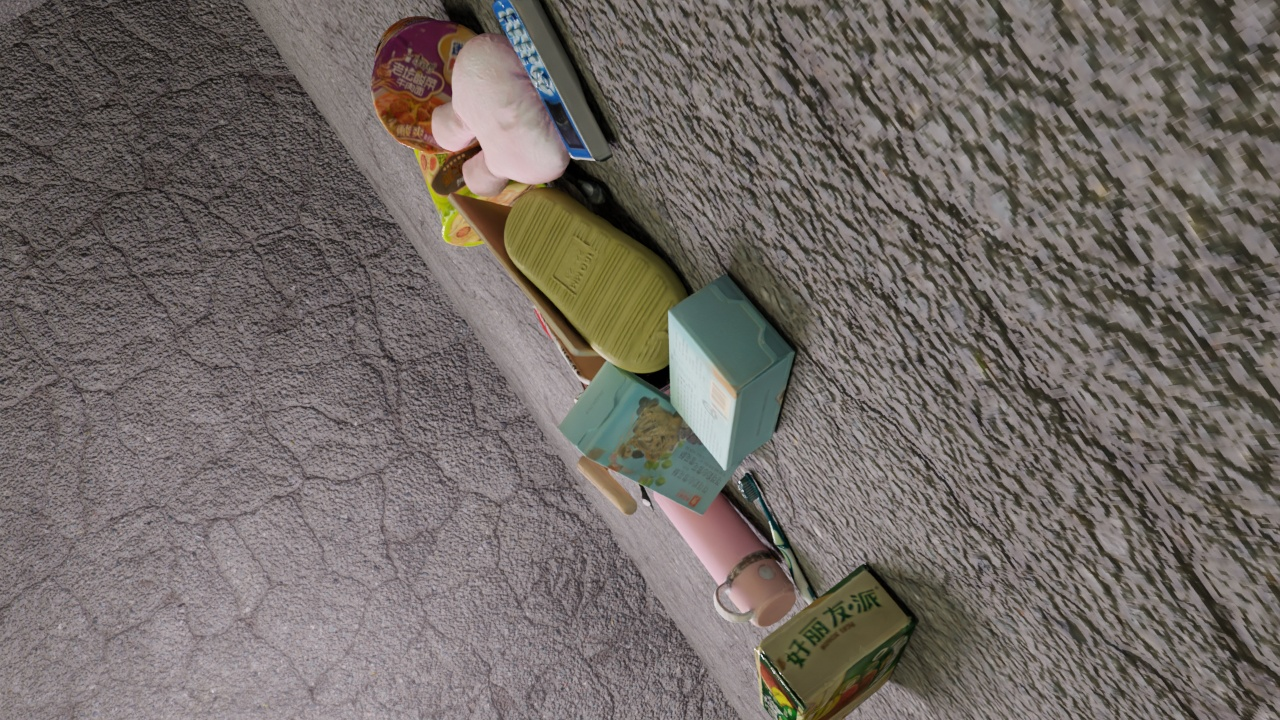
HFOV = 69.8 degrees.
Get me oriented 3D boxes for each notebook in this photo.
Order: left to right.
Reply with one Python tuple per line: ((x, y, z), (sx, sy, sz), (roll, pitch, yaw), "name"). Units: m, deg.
((-0.067, -0.075, 0.822), (0.147, 0.008, 0.207), (1, -138, -53), "notebook")

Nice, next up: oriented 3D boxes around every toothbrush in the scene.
((0.138, 0.184, 0.914), (0.192, 0.018, 0.016), (62, 168, -27), "toothbrush")

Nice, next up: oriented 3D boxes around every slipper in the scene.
((-0.027, -0.072, 0.750), (0.190, 0.092, 0.081), (41, -155, 18), "slipper")

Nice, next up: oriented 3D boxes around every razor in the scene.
((-0.067, -0.162, 0.772), (0.143, 0.022, 0.043), (40, 118, 41), "razor")

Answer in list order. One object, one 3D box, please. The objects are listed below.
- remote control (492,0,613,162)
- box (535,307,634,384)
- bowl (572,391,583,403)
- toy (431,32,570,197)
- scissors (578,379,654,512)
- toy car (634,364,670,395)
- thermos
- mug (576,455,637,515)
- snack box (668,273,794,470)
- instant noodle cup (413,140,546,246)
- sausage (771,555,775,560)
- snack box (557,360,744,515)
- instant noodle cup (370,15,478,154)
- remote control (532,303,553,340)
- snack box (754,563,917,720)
((-0.060, -0.195, 0.637), (0.125, 0.024, 0.049), (62, 167, -25), "remote control")
((-0.055, -0.035, 0.894), (0.076, 0.087, 0.163), (23, -160, -44), "box")
((-0.024, 0.075, 1.142), (0.116, 0.066, 0.116), (51, 168, 15), "bowl")
((-0.114, -0.188, 0.729), (0.160, 0.054, 0.121), (-13, 114, 54), "toy")
((-0.032, 0.053, 0.891), (0.209, 0.015, 0.185), (-147, 37, -75), "scissors")
((-0.005, 0.005, 0.902), (0.122, 0.056, 0.037), (42, 156, 50), "toy car")
((0.082, 0.200, 0.992), (0.198, 0.087, 0.067), (52, 146, 41), "thermos")
((0.008, 0.095, 0.930), (0.103, 0.124, 0.084), (36, 157, 54), "mug")
((0.062, 0.014, 0.665), (0.074, 0.051, 0.175), (52, 167, 21), "snack box")
((-0.170, -0.194, 0.903), (0.123, 0.111, 0.112), (60, 170, 13), "instant noodle cup")
((0.121, 0.220, 1.070), (0.021, 0.021, 0.165), (57, 168, -10), "sausage")
((0.015, 0.070, 0.798), (0.174, 0.074, 0.051), (33, -176, -43), "snack box")
((-0.187, -0.252, 0.809), (0.099, 0.111, 0.112), (54, 172, 52), "instant noodle cup")
((-0.081, -0.020, 1.043), (0.136, 0.020, 0.056), (45, 163, 41), "remote control")
((0.165, 0.269, 0.802), (0.063, 0.114, 0.240), (50, 168, 29), "snack box")
